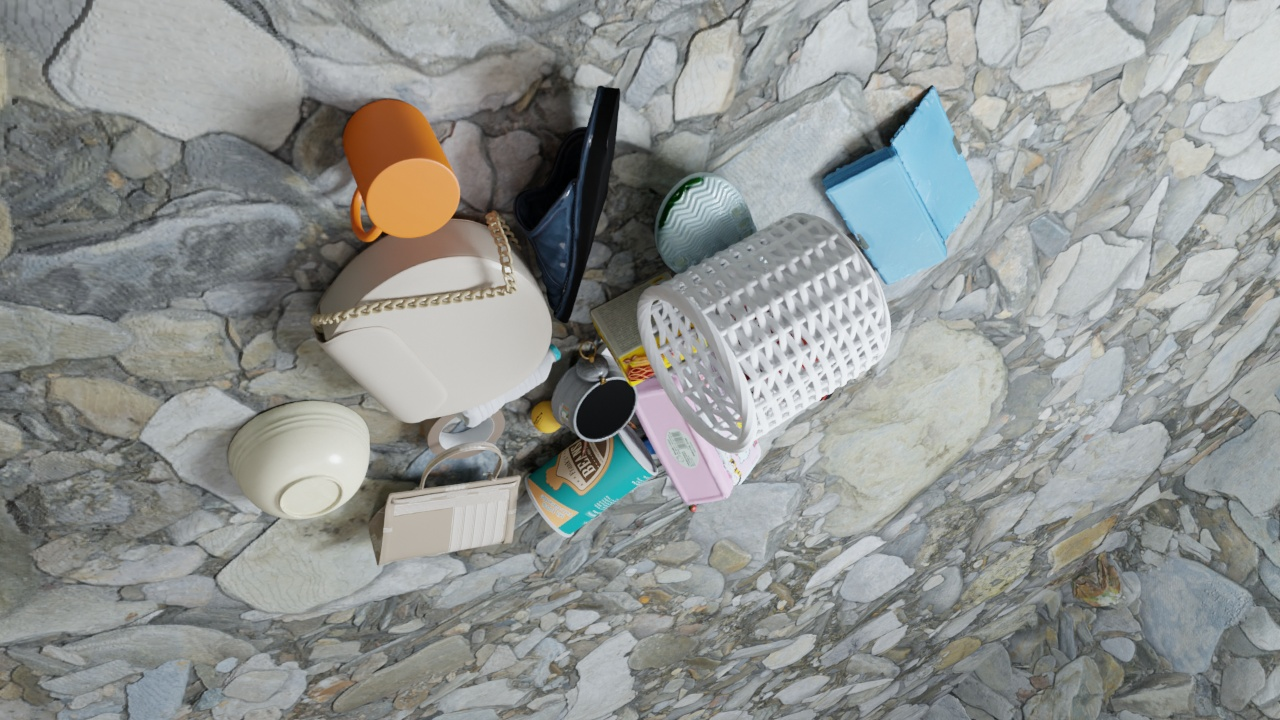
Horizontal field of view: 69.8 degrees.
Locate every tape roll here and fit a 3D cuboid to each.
[{"bbox_3d":[-0.210,0.075,1.086,0.093,0.030,0.094,-18,140,-16],"label":"tape roll"}]

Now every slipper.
[{"bbox_3d":[-0.079,-0.150,0.886,0.083,0.108,0.266,12,140,-2],"label":"slipper"},{"bbox_3d":[0.074,-0.139,1.006,0.104,0.074,0.245,-41,156,10],"label":"slipper"}]

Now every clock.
[{"bbox_3d":[-0.055,0.037,1.100,0.103,0.056,0.148,-27,134,-22],"label":"clock"}]

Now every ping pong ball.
[{"bbox_3d":[-0.115,0.070,1.133,0.040,0.040,0.040,-18,140,-16],"label":"ping pong ball"}]

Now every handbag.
[{"bbox_3d":[-0.197,-0.033,0.921,0.208,0.103,0.211,-27,140,2],"label":"handbag"},{"bbox_3d":[-0.229,0.166,1.132,0.175,0.062,0.198,-4,141,-29],"label":"handbag"}]

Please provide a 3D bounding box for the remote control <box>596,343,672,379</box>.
[{"bbox_3d":[-0.007,0.007,1.156,0.130,0.012,0.033,20,118,-44],"label":"remote control"}]

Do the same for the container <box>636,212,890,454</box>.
[{"bbox_3d":[0.124,-0.031,0.947,0.186,0.189,0.190,-30,143,-18],"label":"container"}]

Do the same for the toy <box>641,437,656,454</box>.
[{"bbox_3d":[0.095,0.100,1.282,0.176,0.071,0.112,-41,129,13],"label":"toy"}]

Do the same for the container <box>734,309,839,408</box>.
[{"bbox_3d":[0.219,-0.026,1.171,0.200,0.127,0.148,-17,152,-14],"label":"container"}]

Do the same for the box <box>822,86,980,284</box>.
[{"bbox_3d":[0.333,-0.197,1.120,0.175,0.060,0.231,-40,140,10],"label":"box"}]

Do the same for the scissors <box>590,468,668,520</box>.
[{"bbox_3d":[-0.026,0.200,1.353,0.153,0.014,0.131,-2,133,-27],"label":"scissors"}]

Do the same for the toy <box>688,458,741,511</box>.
[{"bbox_3d":[0.106,0.182,1.393,0.103,0.046,0.084,-34,135,-1],"label":"toy"}]

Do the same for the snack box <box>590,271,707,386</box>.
[{"bbox_3d":[0.009,-0.036,1.063,0.105,0.083,0.061,-28,143,-4],"label":"snack box"}]

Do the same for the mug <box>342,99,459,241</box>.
[{"bbox_3d":[-0.215,-0.151,0.785,0.077,0.096,0.113,22,119,-45],"label":"mug"}]

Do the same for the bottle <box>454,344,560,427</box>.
[{"bbox_3d":[-0.150,0.024,1.043,0.136,0.044,0.044,-34,145,-24],"label":"bottle"}]

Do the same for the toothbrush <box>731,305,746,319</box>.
[{"bbox_3d":[0.165,-0.093,1.155,0.135,0.016,0.021,-44,144,17],"label":"toothbrush"}]

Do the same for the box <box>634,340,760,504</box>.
[{"bbox_3d":[0.077,0.082,1.206,0.111,0.101,0.201,-12,120,27],"label":"box"}]

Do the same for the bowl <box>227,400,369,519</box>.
[{"bbox_3d":[-0.366,0.123,1.003,0.150,0.075,0.151,-17,139,-16],"label":"bowl"}]

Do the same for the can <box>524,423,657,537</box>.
[{"bbox_3d":[-0.064,0.150,1.205,0.144,0.099,0.099,-37,141,8],"label":"can"}]
